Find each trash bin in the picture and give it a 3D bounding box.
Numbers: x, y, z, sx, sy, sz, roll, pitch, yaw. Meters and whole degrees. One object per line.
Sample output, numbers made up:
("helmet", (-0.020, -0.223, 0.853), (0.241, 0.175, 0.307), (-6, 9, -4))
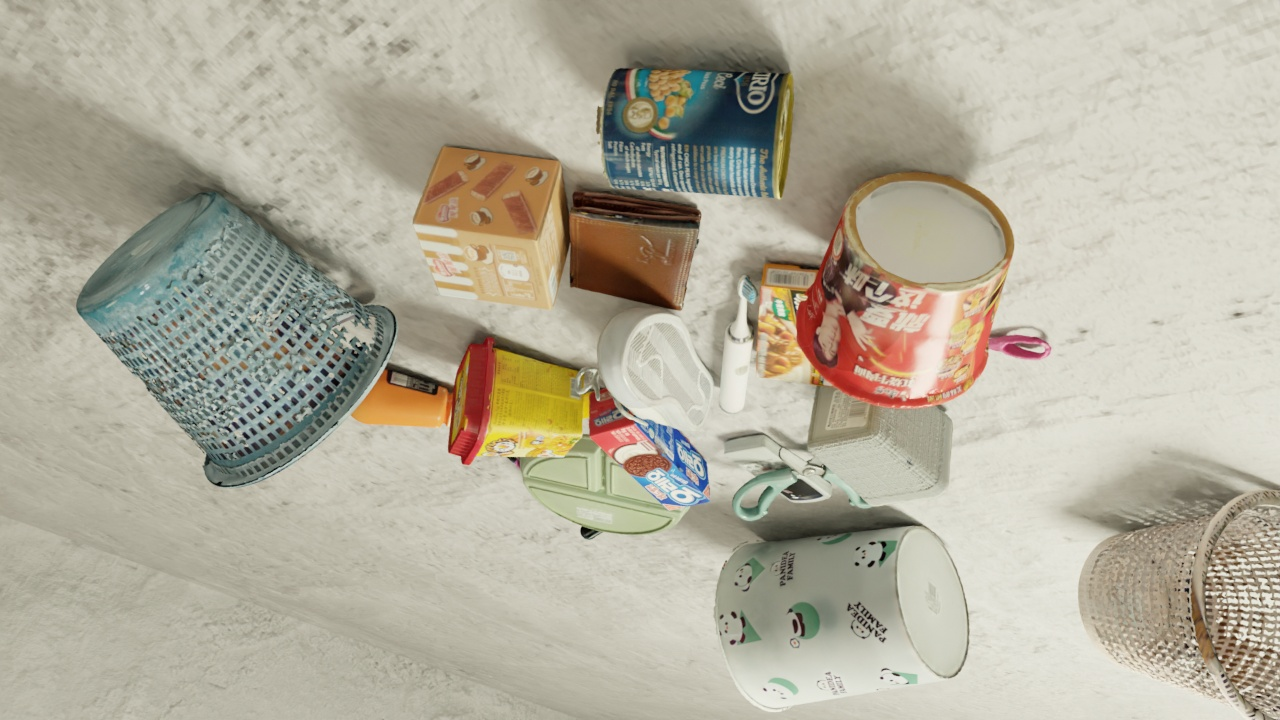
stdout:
("trash bin", (0.578, 0.253, 0.944), (0.227, 0.227, 0.192), (20, 163, -14))
("trash bin", (-0.367, -0.033, 0.819), (0.227, 0.225, 0.195), (-9, 132, 34))
("trash bin", (0.263, 0.326, 1.182), (0.253, 0.229, 0.229), (-21, 137, 39))

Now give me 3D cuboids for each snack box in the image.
("snack box", (-0.109, -0.100, 0.702), (0.094, 0.076, 0.093), (8, 151, 7))
("snack box", (0.015, 0.100, 1.020), (0.058, 0.057, 0.207), (-17, 143, 20))
("snack box", (0.139, -0.027, 0.785), (0.075, 0.026, 0.154), (7, 151, 9))

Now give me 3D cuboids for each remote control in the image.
("remote control", (0.161, 0.128, 1.062), (0.058, 0.021, 0.150), (-16, 140, 41))

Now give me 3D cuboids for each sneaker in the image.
("sneaker", (-0.005, 0.005, 0.829), (0.091, 0.089, 0.242), (14, 169, 21))

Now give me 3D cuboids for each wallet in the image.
("wallet", (-0.006, -0.085, 0.738), (0.101, 0.032, 0.125), (9, 153, 0))

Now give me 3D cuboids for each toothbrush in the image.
("toothbrush", (0.089, -0.011, 0.836), (0.026, 0.026, 0.221), (49, 162, 24))
("toothbrush", (-0.181, 0.105, 1.169), (0.018, 0.014, 0.189), (-12, 145, 17))
("toothbrush", (-0.032, 0.218, 1.298), (0.027, 0.026, 0.213), (38, 145, -9))

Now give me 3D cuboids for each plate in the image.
("plate", (-0.049, 0.168, 1.190), (0.230, 0.027, 0.231), (11, 145, 8))

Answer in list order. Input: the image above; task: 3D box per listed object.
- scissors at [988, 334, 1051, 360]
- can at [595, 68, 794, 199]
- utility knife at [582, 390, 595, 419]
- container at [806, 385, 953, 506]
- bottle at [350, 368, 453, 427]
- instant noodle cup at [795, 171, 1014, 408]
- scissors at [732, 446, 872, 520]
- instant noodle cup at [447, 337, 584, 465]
("scissors", (0.276, -0.013, 0.769), (0.136, 0.017, 0.133), (5, 147, 20))
("can", (0.035, -0.142, 0.571), (0.111, 0.075, 0.075), (6, 151, 13))
("utility knife", (-0.103, 0.067, 1.064), (0.033, 0.015, 0.231), (32, 144, -31))
("container", (0.223, 0.069, 0.864), (0.114, 0.090, 0.090), (36, 143, -31))
("bottle", (-0.256, 0.049, 1.055), (0.149, 0.066, 0.067), (11, 152, -12))
("instant noodle cup", (0.180, -0.052, 0.622), (0.138, 0.137, 0.109), (9, 143, 7))
("scissors", (0.194, 0.149, 1.050), (0.170, 0.019, 0.175), (24, 131, -26))
("instant noodle cup", (-0.128, 0.049, 0.956), (0.123, 0.115, 0.116), (9, 153, -18))
